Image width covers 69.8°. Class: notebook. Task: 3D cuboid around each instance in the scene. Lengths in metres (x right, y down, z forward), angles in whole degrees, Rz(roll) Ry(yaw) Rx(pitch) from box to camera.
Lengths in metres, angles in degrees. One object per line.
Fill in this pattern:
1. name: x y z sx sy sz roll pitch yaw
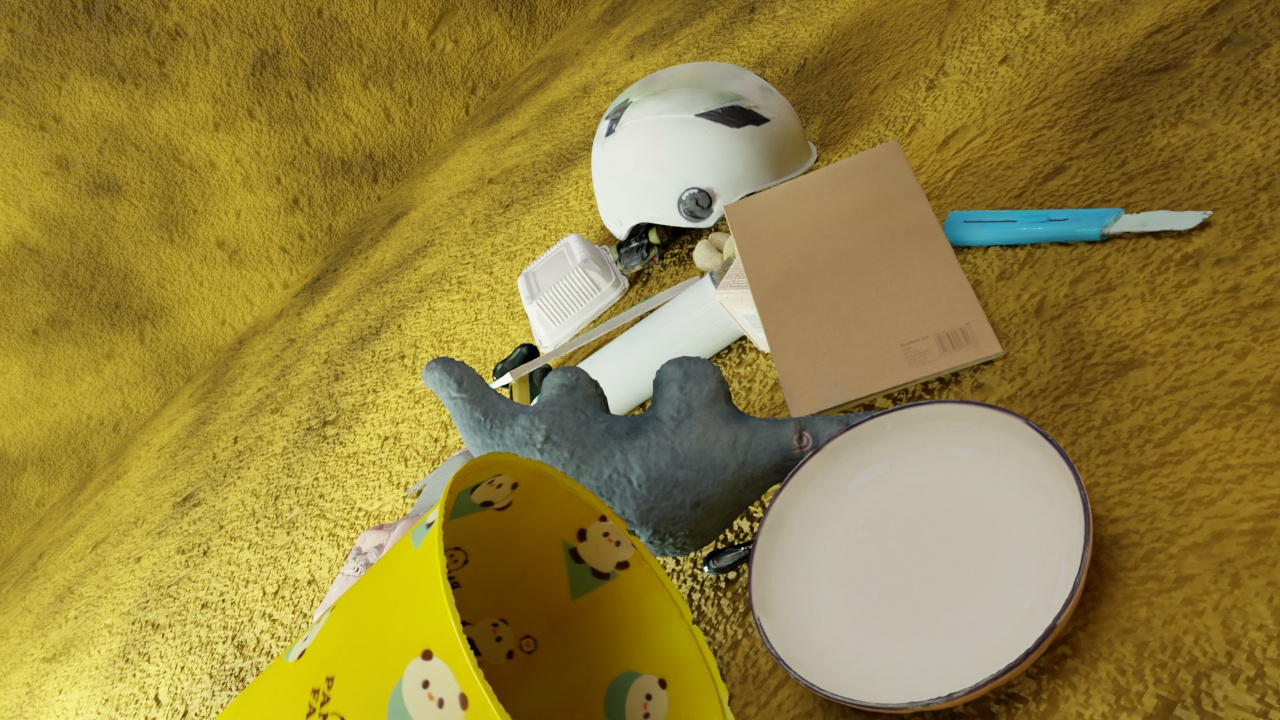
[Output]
1. notebook: 0.157 -0.065 0.687 0.150 0.012 0.211 -20 56 11
2. notebook: -0.051 -0.024 0.914 0.208 0.012 0.151 -29 4 -19

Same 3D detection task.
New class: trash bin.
1. trash bin: -0.112 0.217 0.520 0.256 0.229 0.229 -39 26 16

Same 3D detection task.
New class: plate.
1. plate: 0.152 0.108 0.511 0.193 0.039 0.192 -27 36 21

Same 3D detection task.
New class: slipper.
1. slipper: -0.241 0.187 0.905 0.114 0.054 0.273 -9 40 46

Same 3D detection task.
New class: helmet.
1. helmet: 0.057 -0.260 1.045 0.259 0.146 0.228 -8 32 29

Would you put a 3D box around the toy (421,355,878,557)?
1. toy: -0.005 0.067 0.641 0.357 0.091 0.137 3 71 18

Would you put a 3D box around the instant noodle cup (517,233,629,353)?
1. instant noodle cup: -0.095 -0.096 1.146 0.138 0.060 0.173 -38 25 6

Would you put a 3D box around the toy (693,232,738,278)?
1. toy: 0.099 -0.110 0.905 0.105 0.066 0.157 -22 11 -14

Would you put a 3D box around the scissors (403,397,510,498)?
1. scissors: -0.197 0.106 1.018 0.172 0.014 0.143 -51 27 -22

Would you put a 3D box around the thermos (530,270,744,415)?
1. thermos: -0.005 0.005 0.864 0.224 0.073 0.073 -34 27 13

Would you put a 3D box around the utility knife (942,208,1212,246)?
1. utility knife: 0.306 -0.099 0.669 0.034 0.018 0.203 -50 29 -20

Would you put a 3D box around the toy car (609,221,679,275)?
1. toy car: 0.016 -0.156 1.109 0.070 0.042 0.157 -17 30 33

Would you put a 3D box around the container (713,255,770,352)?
1. container: 0.133 -0.070 0.775 0.090 0.090 0.110 6 55 55

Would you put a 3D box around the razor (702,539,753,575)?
1. razor: 0.104 0.111 0.604 0.143 0.022 0.042 -29 58 19

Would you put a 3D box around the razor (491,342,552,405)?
1. razor: -0.123 0.041 0.967 0.067 0.062 0.167 0 28 -9
